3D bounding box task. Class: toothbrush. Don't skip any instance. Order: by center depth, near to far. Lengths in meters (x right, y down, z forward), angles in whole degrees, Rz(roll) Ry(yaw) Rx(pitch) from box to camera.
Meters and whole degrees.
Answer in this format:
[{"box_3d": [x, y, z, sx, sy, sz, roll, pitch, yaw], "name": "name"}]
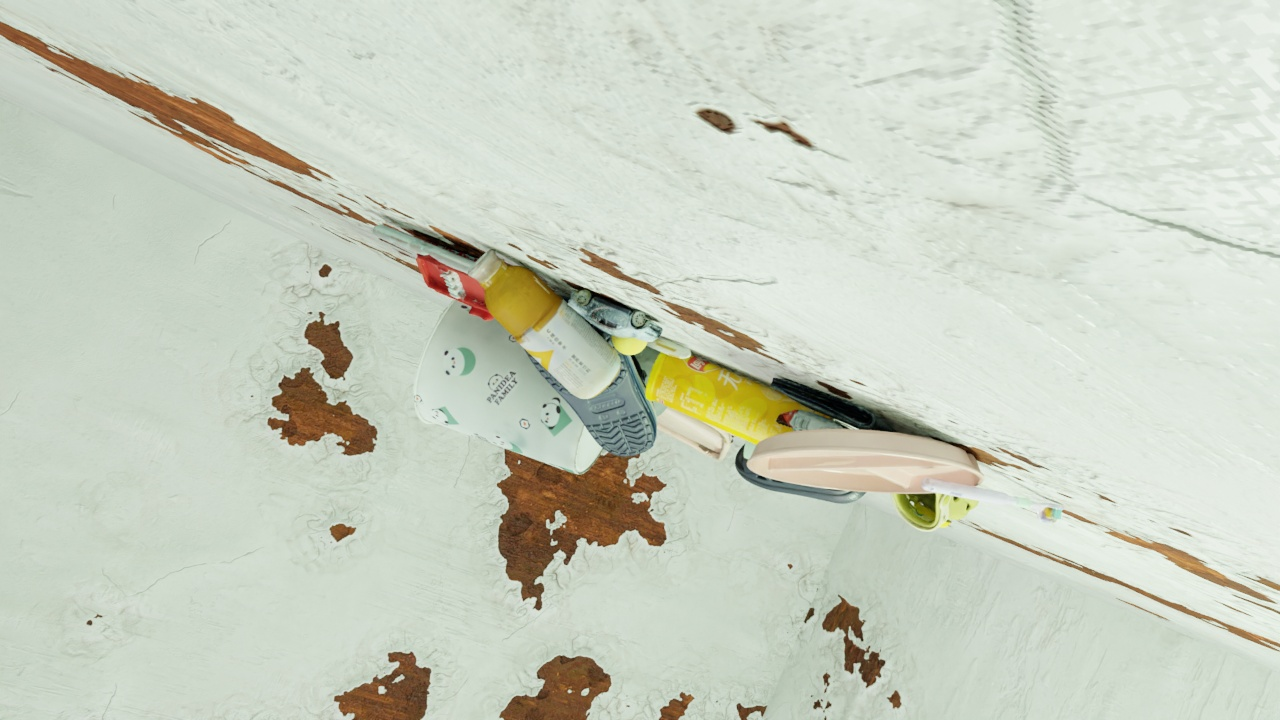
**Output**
[{"box_3d": [0.348, 0.138, 0.910, 0.189, 0.029, 0.021, 15, -141, -27], "name": "toothbrush"}, {"box_3d": [-0.013, -0.034, 1.090, 0.191, 0.016, 0.018, 22, 167, 41], "name": "toothbrush"}]

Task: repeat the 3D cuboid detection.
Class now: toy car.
[{"box_3d": [-0.027, -0.043, 0.945, 0.106, 0.031, 0.049, 22, 176, 20], "name": "toy car"}]

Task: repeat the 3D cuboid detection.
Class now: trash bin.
[{"box_3d": [-0.165, 0.036, 1.350, 0.252, 0.229, 0.229, 23, 176, 13], "name": "trash bin"}]

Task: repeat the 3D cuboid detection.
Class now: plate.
[{"box_3d": [0.222, 0.102, 0.919, 0.229, 0.028, 0.230, 6, 165, 1], "name": "plate"}]

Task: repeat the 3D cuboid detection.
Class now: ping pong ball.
[{"box_3d": [-0.012, -0.026, 0.996, 0.040, 0.040, 0.040, 24, 176, 2], "name": "ping pong ball"}]

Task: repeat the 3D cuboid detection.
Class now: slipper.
[{"box_3d": [0.333, 0.157, 1.088, 0.092, 0.081, 0.190, 24, 174, 39], "name": "slipper"}, {"box_3d": [-0.050, 0.007, 1.103, 0.253, 0.105, 0.095, 57, -160, -30], "name": "slipper"}, {"box_3d": [0.241, 0.145, 1.420, 0.269, 0.110, 0.083, 10, 145, 54], "name": "slipper"}]

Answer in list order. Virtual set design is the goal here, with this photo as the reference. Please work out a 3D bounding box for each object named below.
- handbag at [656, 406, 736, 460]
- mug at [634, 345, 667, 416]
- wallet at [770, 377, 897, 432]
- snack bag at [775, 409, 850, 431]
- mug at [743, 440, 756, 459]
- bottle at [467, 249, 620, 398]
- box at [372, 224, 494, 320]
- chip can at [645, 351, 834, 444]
[{"box_3d": [0.071, 0.076, 1.390, 0.193, 0.093, 0.234, 28, 177, 0], "name": "handbag"}, {"box_3d": [-0.007, 0.007, 1.216, 0.103, 0.084, 0.123, 26, -160, -13], "name": "mug"}, {"box_3d": [0.201, 0.052, 0.943, 0.121, 0.019, 0.097, 23, 177, 35], "name": "wallet"}, {"box_3d": [0.192, 0.072, 0.960, 0.045, 0.026, 0.105, 25, 177, -40], "name": "snack bag"}, {"box_3d": [0.186, 0.103, 1.121, 0.106, 0.082, 0.111, 21, -163, 17], "name": "mug"}, {"box_3d": [-0.104, -0.040, 0.980, 0.189, 0.068, 0.068, 45, 170, -16], "name": "bottle"}, {"box_3d": [-0.219, -0.108, 1.123, 0.201, 0.060, 0.161, 22, 164, 34], "name": "box"}, {"box_3d": [0.114, 0.052, 1.063, 0.213, 0.072, 0.072, 23, 176, 15], "name": "chip can"}]
